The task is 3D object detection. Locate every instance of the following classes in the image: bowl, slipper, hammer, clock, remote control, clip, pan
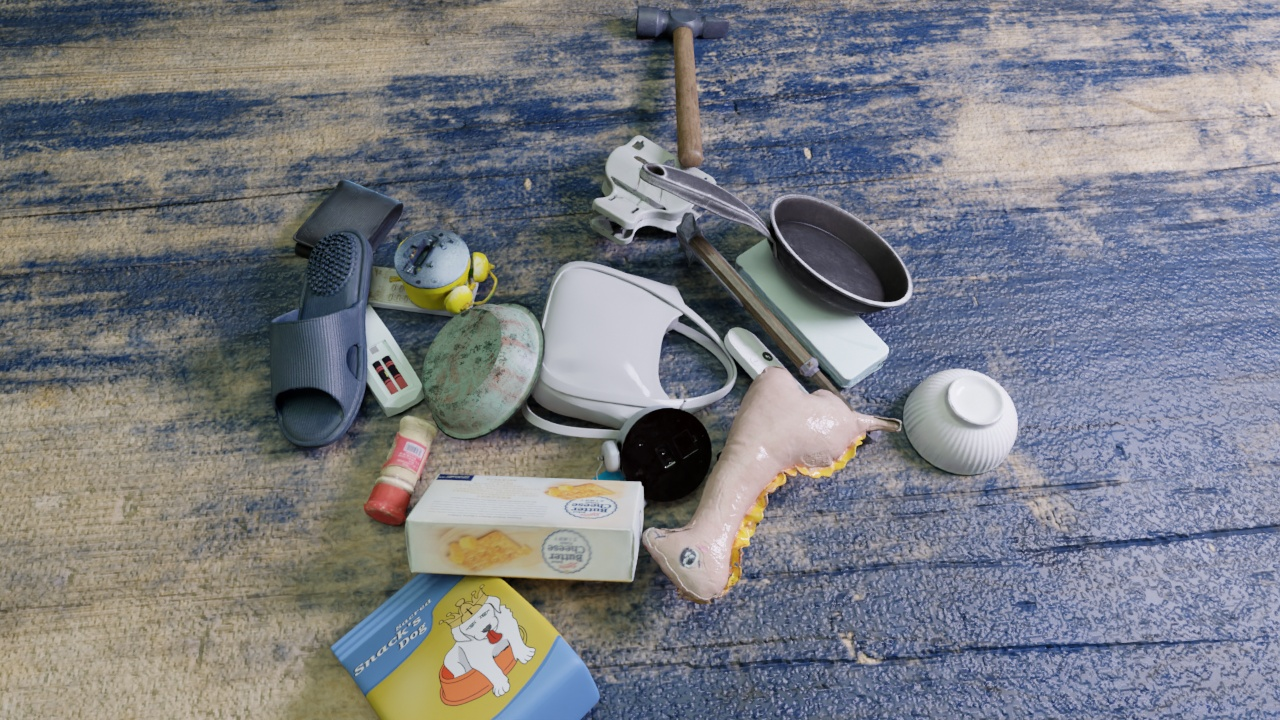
[{"bbox_3d":[-0.172,0.002,0.949,0.158,0.038,0.157,-18,56,28],"label":"bowl"},{"bbox_3d":[0.343,0.055,0.964,0.118,0.062,0.118,1,60,-1],"label":"bowl"},{"bbox_3d":[-0.349,-0.038,0.974,0.101,0.082,0.263,-8,64,16],"label":"slipper"},{"bbox_3d":[0.146,-0.034,0.991,0.028,0.147,0.317,-40,78,-4],"label":"hammer"},{"bbox_3d":[0.012,0.098,0.922,0.122,0.035,0.094,-31,103,-11],"label":"clock"},{"bbox_3d":[0.142,0.016,0.999,0.043,0.013,0.136,-20,62,-43],"label":"remote control"},{"bbox_3d":[0.002,-0.189,1.106,0.126,0.097,0.152,32,67,17],"label":"clip"},{"bbox_3d":[0.060,-0.360,1.191,0.129,0.040,0.321,3,51,-4],"label":"hammer"},{"bbox_3d":[-0.219,-0.097,1.028,0.119,0.057,0.083,19,60,8],"label":"clock"},{"bbox_3d":[-0.287,-0.003,1.004,0.049,0.024,0.143,-31,65,-18],"label":"remote control"},{"bbox_3d":[0.150,-0.140,0.999,0.356,0.055,0.187,12,42,-24],"label":"pan"},{"bbox_3d":[-0.259,-0.080,1.058,0.136,0.011,0.050,7,60,3],"label":"remote control"}]

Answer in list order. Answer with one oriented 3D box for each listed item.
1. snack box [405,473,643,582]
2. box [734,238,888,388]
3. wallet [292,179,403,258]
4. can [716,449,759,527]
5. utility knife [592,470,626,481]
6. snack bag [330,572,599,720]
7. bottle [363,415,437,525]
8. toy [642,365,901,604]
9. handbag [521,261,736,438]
[{"bbox_3d":[-0.104,0.155,0.860,0.208,0.057,0.104,1,17,4],"label":"snack box"},{"bbox_3d":[0.188,-0.055,1.035,0.082,0.066,0.199,-24,63,-37],"label":"box"},{"bbox_3d":[-0.350,-0.162,1.096,0.089,0.026,0.114,21,61,12],"label":"wallet"},{"bbox_3d":[0.099,0.130,0.931,0.031,0.032,0.080,-6,60,-5],"label":"can"},{"bbox_3d":[-0.006,0.113,0.948,0.178,0.015,0.031,-30,68,-15],"label":"utility knife"},{"bbox_3d":[-0.161,0.269,0.813,0.158,0.102,0.205,-39,53,-21],"label":"snack bag"},{"bbox_3d":[-0.241,0.110,0.929,0.044,0.044,0.108,12,60,5],"label":"bottle"},{"bbox_3d":[0.128,0.124,0.882,0.196,0.065,0.263,20,60,11],"label":"toy"},{"bbox_3d":[-0.006,0.005,0.993,0.222,0.096,0.215,15,60,-7],"label":"handbag"}]
